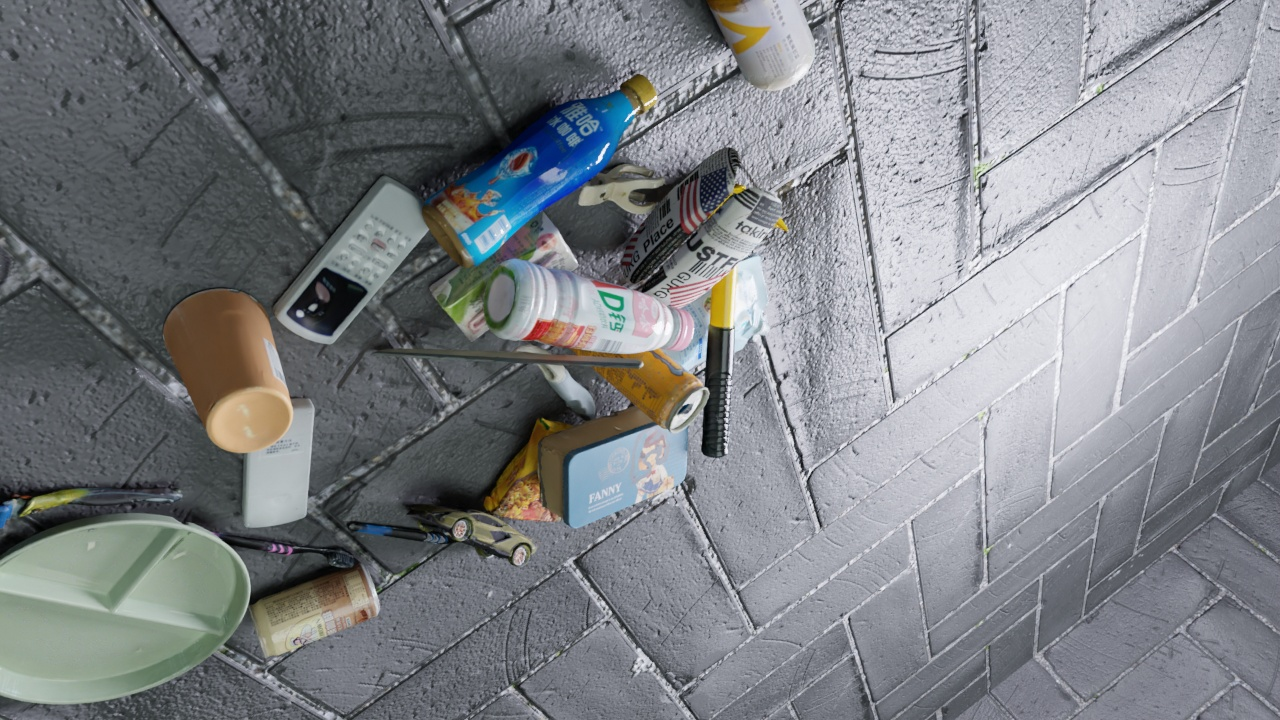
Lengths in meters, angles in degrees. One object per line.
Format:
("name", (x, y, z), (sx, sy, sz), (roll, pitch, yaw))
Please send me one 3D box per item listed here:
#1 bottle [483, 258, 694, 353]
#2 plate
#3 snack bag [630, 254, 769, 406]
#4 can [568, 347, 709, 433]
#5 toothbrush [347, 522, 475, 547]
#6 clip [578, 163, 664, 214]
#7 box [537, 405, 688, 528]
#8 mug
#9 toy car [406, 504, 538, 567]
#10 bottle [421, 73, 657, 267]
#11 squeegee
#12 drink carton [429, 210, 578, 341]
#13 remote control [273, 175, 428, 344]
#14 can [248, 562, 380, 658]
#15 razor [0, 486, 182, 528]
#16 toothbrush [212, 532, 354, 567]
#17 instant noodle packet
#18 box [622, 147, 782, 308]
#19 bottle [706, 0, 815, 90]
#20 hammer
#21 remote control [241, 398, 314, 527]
("bottle", (-0.038, -0.041, 0.810), (0.196, 0.068, 0.068), (8, 119, -37))
("plate", (-0.469, 0.219, 0.811), (0.229, 0.027, 0.231), (-18, 134, -20))
("snack bag", (0.059, -0.032, 0.988), (0.190, 0.039, 0.110), (-30, 122, -15))
("can", (-0.005, 0.005, 0.887), (0.058, 0.146, 0.058), (-40, 155, -23))
("toothbrush", (-0.228, 0.190, 0.982), (0.189, 0.016, 0.014), (20, 103, -44))
("clip", (-0.026, -0.155, 0.821), (0.100, 0.072, 0.035), (-8, 130, -39))
("box", (-0.032, 0.107, 0.964), (0.183, 0.062, 0.090), (-20, 119, -41))
("mug", (-0.305, 0.010, 0.688), (0.078, 0.122, 0.078), (-21, 135, -23))
("toy car", (-0.175, 0.180, 0.968), (0.158, 0.070, 0.042), (34, 68, -44))
("bottle", (-0.076, -0.163, 0.750), (0.218, 0.065, 0.065), (-41, 140, -14))
("squeegee", (-0.085, 0.016, 0.889), (0.246, 0.247, 0.039), (46, 49, -68))
("drink carton", (-0.119, -0.074, 0.814), (0.122, 0.045, 0.053), (-36, 139, -5))
("remote control", (-0.231, -0.078, 0.745), (0.150, 0.021, 0.058), (-49, 138, 7))
("can", (-0.328, 0.251, 0.926), (0.116, 0.058, 0.059), (-17, 133, -25))
("razor", (-0.449, 0.113, 0.745), (0.142, 0.022, 0.043), (-1, 155, -41))
("toothbrush", (-0.356, 0.179, 0.876), (0.189, 0.017, 0.014), (23, 111, -44))
("instant noodle packet", (-0.097, 0.120, 1.000), (0.110, 0.044, 0.128), (15, 114, -48))
("box", (0.050, -0.121, 0.848), (0.075, 0.086, 0.163), (6, 143, -43))
("bottle", (0.087, -0.307, 0.752), (0.068, 0.068, 0.189), (-41, 139, 0))
("hammer", (0.086, -0.036, 0.959), (0.128, 0.033, 0.301), (-11, 116, -26))
("remote control", (-0.326, 0.093, 0.822), (0.056, 0.019, 0.135), (-7, 129, -33))
